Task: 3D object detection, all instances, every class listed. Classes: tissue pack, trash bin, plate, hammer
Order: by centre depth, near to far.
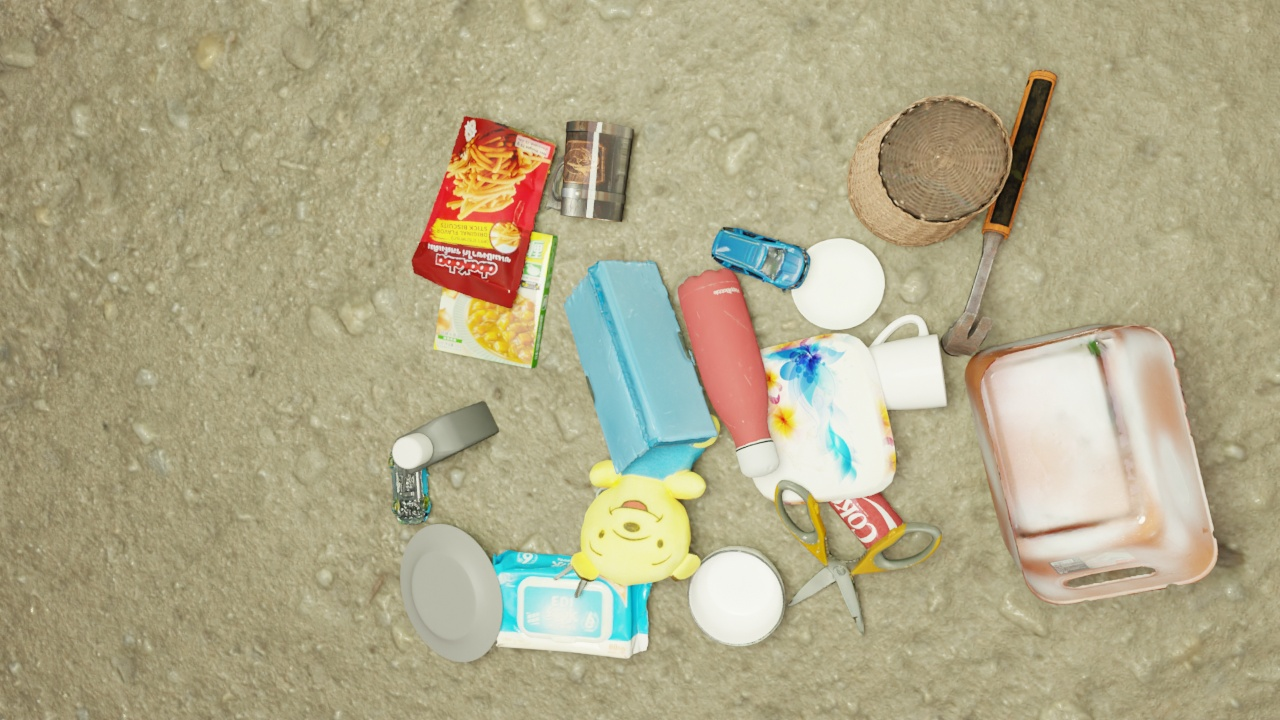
[{"bbox_3d":[0.291,-0.196,0.943,0.151,0.210,0.151,1,94,12],"label":"trash bin"},{"bbox_3d":[0.457,0.096,0.963,0.182,0.157,0.259,-14,93,12],"label":"trash bin"},{"bbox_3d":[0.388,-0.160,0.982,0.035,0.137,0.314,17,90,12],"label":"hammer"},{"bbox_3d":[0.189,0.071,1.044,0.187,0.016,0.187,-14,88,37],"label":"plate"},{"bbox_3d":[0.227,-0.088,1.060,0.104,0.026,0.104,1,94,12],"label":"plate"},{"bbox_3d":[-0.086,0.302,1.142,0.209,0.066,0.117,2,96,9],"label":"tissue pack"},{"bbox_3d":[-0.246,0.297,1.166,0.179,0.012,0.178,4,98,33],"label":"plate"}]

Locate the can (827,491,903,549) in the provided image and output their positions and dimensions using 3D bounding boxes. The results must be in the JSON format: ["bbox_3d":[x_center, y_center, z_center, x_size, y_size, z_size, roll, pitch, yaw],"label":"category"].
[{"bbox_3d":[0.255,0.169,1.063,0.054,0.054,0.096,-40,86,12],"label":"can"}]

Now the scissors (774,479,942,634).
[{"bbox_3d":[0.240,0.223,1.047,0.230,0.016,0.225,-17,109,30],"label":"scissors"}]

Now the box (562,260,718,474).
[{"bbox_3d":[-0.008,0.007,1.071,0.112,0.094,0.231,-42,61,47],"label":"box"}]

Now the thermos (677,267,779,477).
[{"bbox_3d":[0.106,0.016,1.043,0.073,0.073,0.239,-18,76,12],"label":"thermos"}]

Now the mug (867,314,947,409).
[{"bbox_3d":[0.293,0.001,1.036,0.088,0.081,0.114,-8,62,19],"label":"mug"}]

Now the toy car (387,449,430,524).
[{"bbox_3d":[-0.296,0.159,1.187,0.048,0.032,0.105,-7,88,13],"label":"toy car"}]

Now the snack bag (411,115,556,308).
[{"bbox_3d":[-0.186,-0.180,1.110,0.139,0.066,0.208,18,95,5],"label":"snack bag"}]

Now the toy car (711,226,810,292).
[{"bbox_3d":[0.135,-0.118,1.054,0.120,0.043,0.056,23,99,27],"label":"toy car"}]

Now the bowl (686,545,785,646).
[{"bbox_3d":[0.117,0.274,1.095,0.116,0.065,0.116,1,95,12],"label":"bowl"}]

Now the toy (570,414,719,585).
[{"bbox_3d":[0.009,0.162,1.080,0.149,0.084,0.213,8,78,18],"label":"toy"}]

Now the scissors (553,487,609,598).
[{"bbox_3d":[-0.030,0.221,1.114,0.147,0.014,0.141,3,62,4],"label":"scissors"}]

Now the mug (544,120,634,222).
[{"bbox_3d":[-0.066,-0.224,1.090,0.116,0.079,0.107,12,100,39],"label":"mug"}]

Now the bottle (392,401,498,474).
[{"bbox_3d":[-0.242,0.096,1.097,0.084,0.173,0.046,-26,89,12],"label":"bottle"}]

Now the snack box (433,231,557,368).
[{"bbox_3d":[-0.182,-0.083,1.144,0.132,0.027,0.168,11,97,10],"label":"snack box"}]
